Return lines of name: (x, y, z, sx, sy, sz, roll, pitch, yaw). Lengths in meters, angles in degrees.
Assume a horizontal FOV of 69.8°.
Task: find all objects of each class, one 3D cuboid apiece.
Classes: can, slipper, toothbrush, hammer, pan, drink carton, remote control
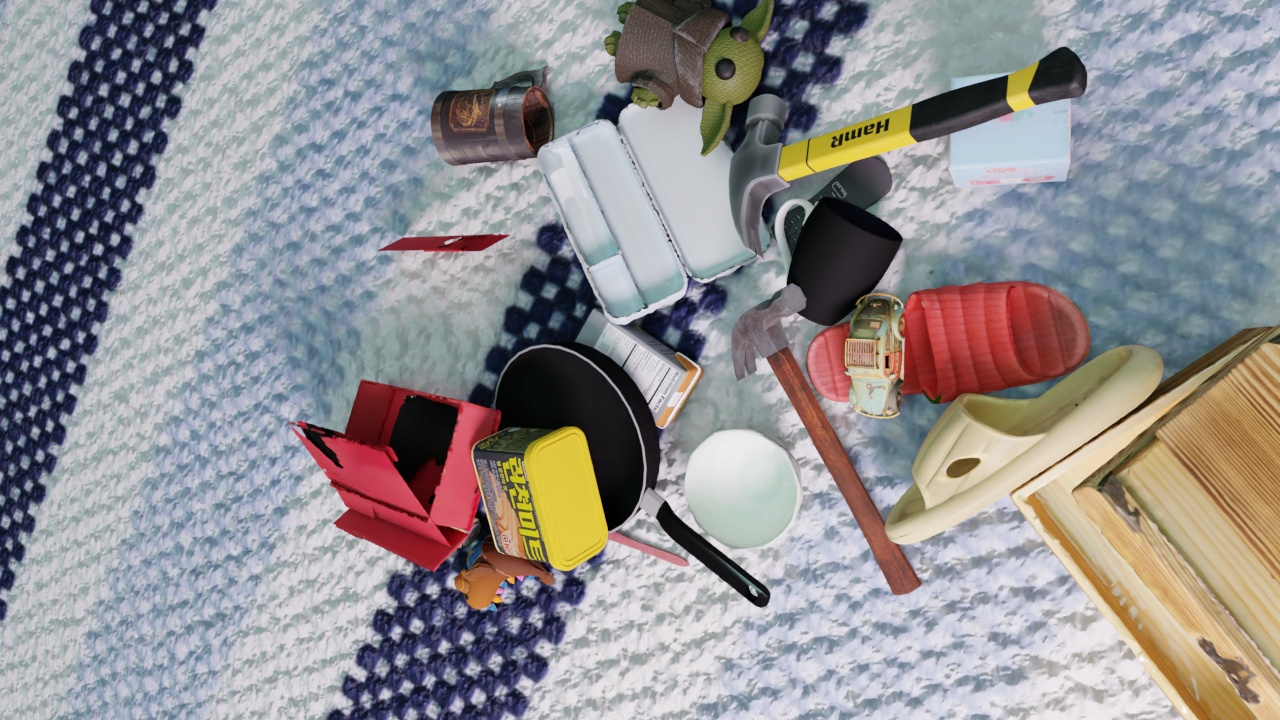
can: (-0.222, 0.178, 1.043, 0.079, 0.038, 0.038, 29, 102, 20)
slipper: (0.266, -0.013, 0.823, 0.249, 0.059, 0.103, -9, 88, 24)
toothbrush: (-0.033, 0.185, 0.976, 0.184, 0.015, 0.015, 18, 105, 20)
can: (-0.102, 0.133, 0.914, 0.101, 0.072, 0.131, -1, 106, 44)
hammer: (0.202, -0.186, 0.767, 0.325, 0.034, 0.169, -9, 62, 46)
pan: (-0.009, 0.118, 0.905, 0.356, 0.044, 0.205, 35, 126, 24)
hammer: (0.177, 0.082, 0.859, 0.300, 0.028, 0.111, 61, 146, 3)
drink carton: (-0.006, 0.006, 0.942, 0.125, 0.048, 0.076, 35, 104, 19)
slipper: (0.301, 0.055, 0.771, 0.262, 0.111, 0.079, -39, 87, 24)
remote control: (0.184, -0.148, 0.880, 0.125, 0.009, 0.046, -37, 77, 19)

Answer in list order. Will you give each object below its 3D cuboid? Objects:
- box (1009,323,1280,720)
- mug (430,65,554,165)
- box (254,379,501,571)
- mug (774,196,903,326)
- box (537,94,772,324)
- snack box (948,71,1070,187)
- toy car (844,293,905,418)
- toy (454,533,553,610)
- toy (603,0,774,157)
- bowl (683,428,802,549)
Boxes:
box: (0.460, 0.137, 0.639, 0.270, 0.263, 0.279, -39, 75, 17)
mug: (-0.154, -0.268, 0.992, 0.107, 0.080, 0.115, 2, 65, 22)
box: (-0.328, 0.222, 0.930, 0.215, 0.138, 0.466, 9, 63, 44)
mug: (0.168, -0.096, 0.853, 0.119, 0.084, 0.100, 40, 119, 28)
box: (0.011, -0.162, 0.928, 0.190, 0.037, 0.209, -27, 81, 2)
snack box: (0.313, -0.195, 0.779, 0.093, 0.094, 0.079, 1, 91, 23)
toy car: (0.203, -0.003, 0.807, 0.047, 0.047, 0.112, 5, 100, 41)
toy: (-0.152, 0.245, 1.018, 0.103, 0.070, 0.090, 23, 114, -2)
toy: (0.044, -0.299, 0.889, 0.153, 0.078, 0.179, 21, 81, 10)
bowl: (0.107, 0.119, 0.888, 0.118, 0.061, 0.117, 2, 95, 28)
